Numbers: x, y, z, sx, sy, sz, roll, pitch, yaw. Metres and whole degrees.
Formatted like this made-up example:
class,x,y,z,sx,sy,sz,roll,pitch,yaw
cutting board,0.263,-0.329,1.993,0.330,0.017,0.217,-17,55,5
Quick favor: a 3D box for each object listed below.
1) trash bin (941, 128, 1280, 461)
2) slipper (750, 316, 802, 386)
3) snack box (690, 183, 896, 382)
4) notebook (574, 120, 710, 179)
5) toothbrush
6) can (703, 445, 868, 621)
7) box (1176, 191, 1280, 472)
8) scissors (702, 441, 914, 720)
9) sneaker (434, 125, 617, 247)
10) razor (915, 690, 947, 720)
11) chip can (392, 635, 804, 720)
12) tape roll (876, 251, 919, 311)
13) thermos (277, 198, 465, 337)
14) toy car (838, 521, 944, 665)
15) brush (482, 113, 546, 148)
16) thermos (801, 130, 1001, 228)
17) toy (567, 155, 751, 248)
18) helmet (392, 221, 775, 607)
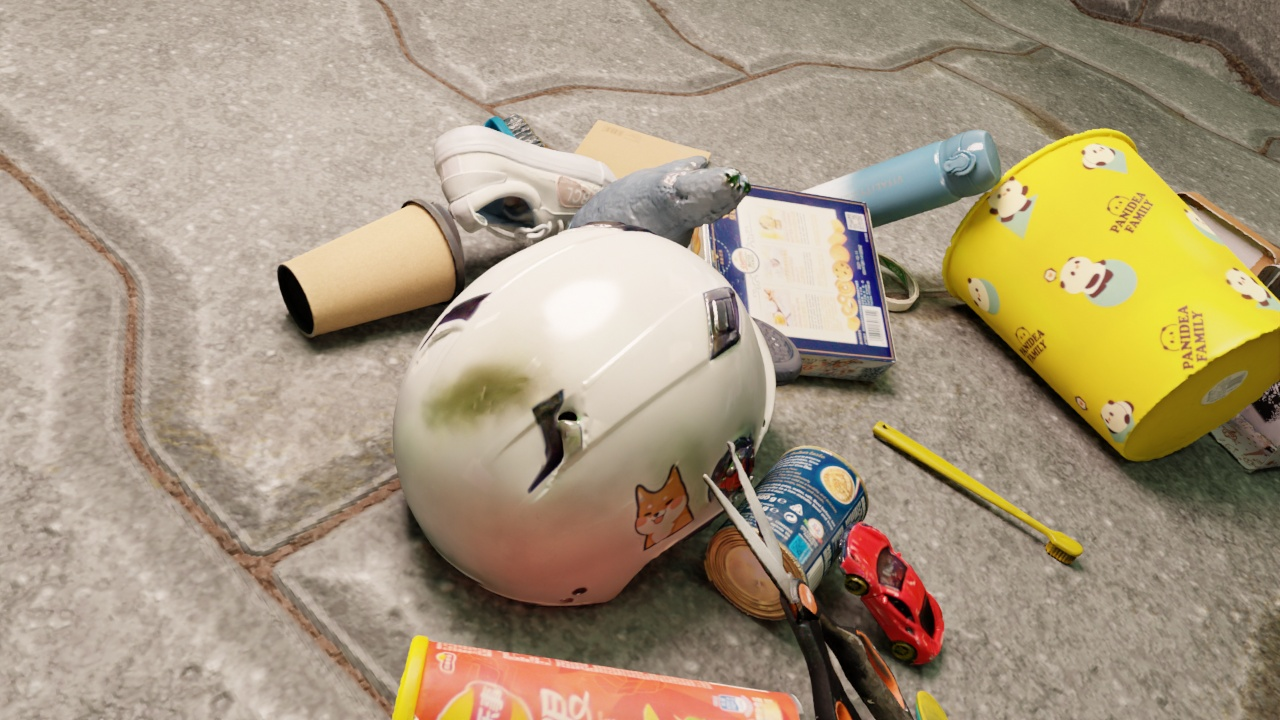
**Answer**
class,x,y,z,sx,sy,sz,roll,pitch,yaw
trash bin,0.466,-0.057,0.896,0.229,0.230,0.255,-5,49,-27
slipper,-0.004,0.004,0.746,0.268,0.083,0.110,6,25,13
snack box,0.139,-0.077,0.865,0.182,0.046,0.177,5,64,-16
notebook,-0.007,-0.218,1.064,0.149,0.012,0.210,18,38,2
toothbrush,0.279,0.109,0.772,0.190,0.017,0.015,34,41,22
can,0.103,0.118,0.638,0.075,0.075,0.110,33,40,18
box,0.615,-0.037,0.955,0.082,0.177,0.260,-3,43,-26
scissors,0.102,0.160,0.524,0.224,0.022,0.204,45,30,-33
sneaker,-0.087,-0.138,0.846,0.241,0.090,0.090,6,69,-57
razor,0.178,0.252,0.546,0.043,0.028,0.132,14,36,1
chip can,-0.023,0.199,0.491,0.216,0.073,0.073,11,38,-10
tape roll,0.263,-0.088,1.001,0.085,0.014,0.085,14,43,-14
thermos,-0.213,-0.073,0.743,0.143,0.093,0.093,-26,55,-33
toy car,0.170,0.155,0.620,0.106,0.031,0.049,52,40,-12
brush,-0.135,-0.209,0.968,0.073,0.055,0.143,-20,50,-19
thermos,0.254,-0.173,0.935,0.070,0.221,0.070,15,69,-43
toy,-0.001,-0.109,0.783,0.137,0.356,0.091,-31,96,-9
helmet,-0.041,0.012,0.584,0.273,0.157,0.230,-42,65,-12
